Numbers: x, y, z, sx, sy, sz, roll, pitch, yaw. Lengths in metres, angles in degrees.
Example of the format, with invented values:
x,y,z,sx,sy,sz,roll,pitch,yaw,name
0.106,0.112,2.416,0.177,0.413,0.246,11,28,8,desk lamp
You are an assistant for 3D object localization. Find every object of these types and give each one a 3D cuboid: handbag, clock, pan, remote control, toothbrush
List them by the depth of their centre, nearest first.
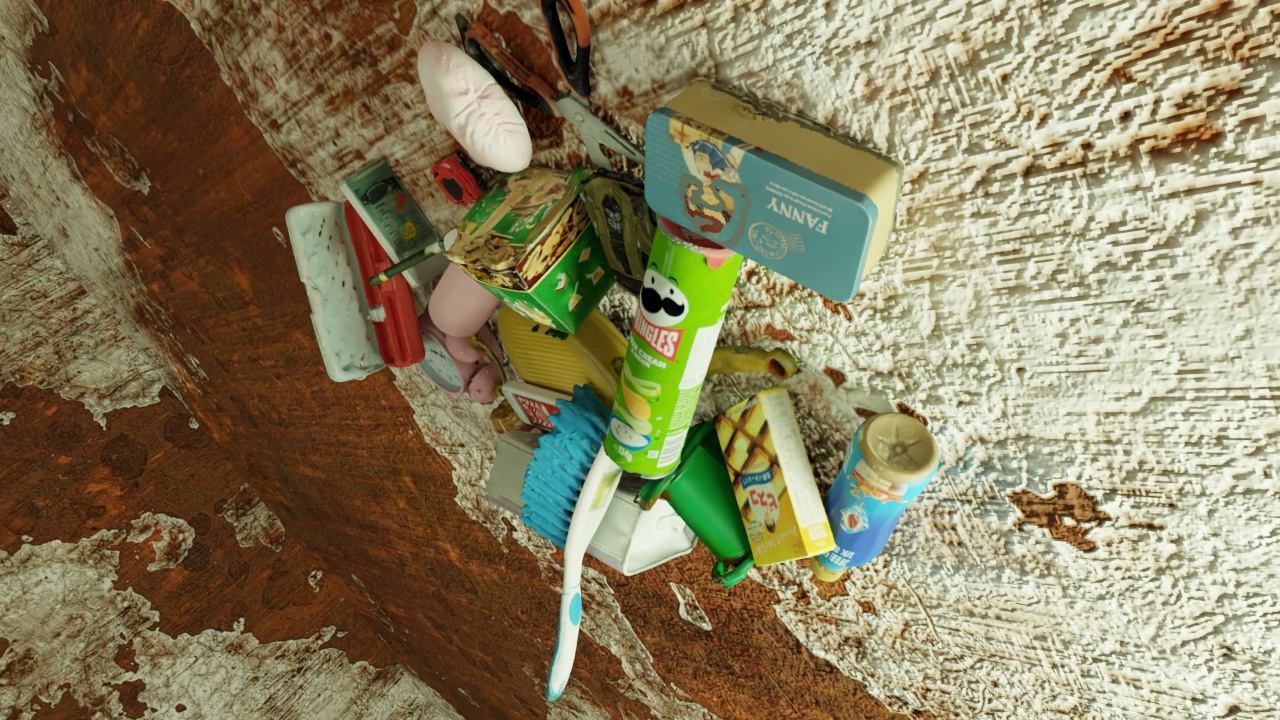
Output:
x,y,z,sx,sy,sz,roll,pitch,yaw,name
0.068,0.127,0.845,0.131,0.119,0.068,49,145,-5,handbag
-0.005,0.005,0.864,0.358,0.078,0.198,10,137,53,pan
-0.215,-0.115,0.935,0.186,0.012,0.017,-21,104,31,toothbrush
-0.099,0.053,0.964,0.136,0.020,0.056,12,139,51,remote control
-0.257,-0.145,0.976,0.019,0.056,0.135,-10,118,53,remote control
-0.044,0.141,0.983,0.197,0.098,0.144,22,-174,31,handbag
-0.209,-0.010,1.068,0.159,0.059,0.117,18,138,37,clock

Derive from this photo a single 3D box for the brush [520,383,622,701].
x,y,z,sx,sy,sz,roll,pitch,yaw,name
-0.074,0.182,0.887,0.109,0.060,0.315,31,113,24,brush

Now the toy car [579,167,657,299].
x,y,z,sx,sy,sz,roll,pitch,yaw,name
-0.001,-0.091,0.744,0.070,0.042,0.158,22,151,35,toy car

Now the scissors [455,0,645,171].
x,y,z,sx,sy,sz,roll,pitch,yaw,name
-0.061,-0.206,0.712,0.189,0.015,0.223,18,142,40,scissors

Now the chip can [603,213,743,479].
x,y,z,sx,sy,sz,roll,pitch,yaw,name
0.024,-0.010,0.731,0.072,0.072,0.237,32,131,21,chip can

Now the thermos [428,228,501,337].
x,y,z,sx,sy,sz,roll,pitch,yaw,name
-0.167,-0.086,0.912,0.199,0.087,0.067,-37,60,60,thermos

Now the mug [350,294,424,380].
x,y,z,sx,sy,sz,roll,pitch,yaw,name
-0.329,-0.051,1.118,0.082,0.105,0.115,29,145,25,mug

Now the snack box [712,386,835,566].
x,y,z,sx,sy,sz,roll,pitch,yaw,name
0.112,0.101,0.783,0.087,0.033,0.140,-37,67,62,snack box

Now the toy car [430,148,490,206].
x,y,z,sx,sy,sz,roll,pitch,yaw,name
-0.172,-0.167,0.855,0.049,0.031,0.106,51,169,-20,toy car

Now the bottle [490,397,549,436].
x,y,z,sx,sy,sz,roll,pitch,yaw,name
-0.115,0.122,1.110,0.058,0.057,0.175,1,128,49,bottle

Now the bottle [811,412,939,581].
x,y,z,sx,sy,sz,roll,pitch,yaw,name
0.182,0.127,0.761,0.065,0.065,0.219,34,146,19,bottle

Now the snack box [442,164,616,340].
x,y,z,sx,sy,sz,roll,pitch,yaw,name
-0.082,-0.092,0.788,0.118,0.117,0.105,19,155,45,snack box

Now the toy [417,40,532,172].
x,y,z,sx,sy,sz,roll,pitch,yaw,name
-0.140,-0.204,0.757,0.121,0.054,0.159,51,170,-17,toy

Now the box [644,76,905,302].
x,y,z,sx,sy,sz,roll,pitch,yaw,name
0.089,-0.112,0.604,0.184,0.061,0.090,31,146,26,box

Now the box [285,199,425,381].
x,y,z,sx,sy,sz,roll,pitch,yaw,name
-0.319,-0.081,1.017,0.095,0.101,0.201,-3,102,53,box
